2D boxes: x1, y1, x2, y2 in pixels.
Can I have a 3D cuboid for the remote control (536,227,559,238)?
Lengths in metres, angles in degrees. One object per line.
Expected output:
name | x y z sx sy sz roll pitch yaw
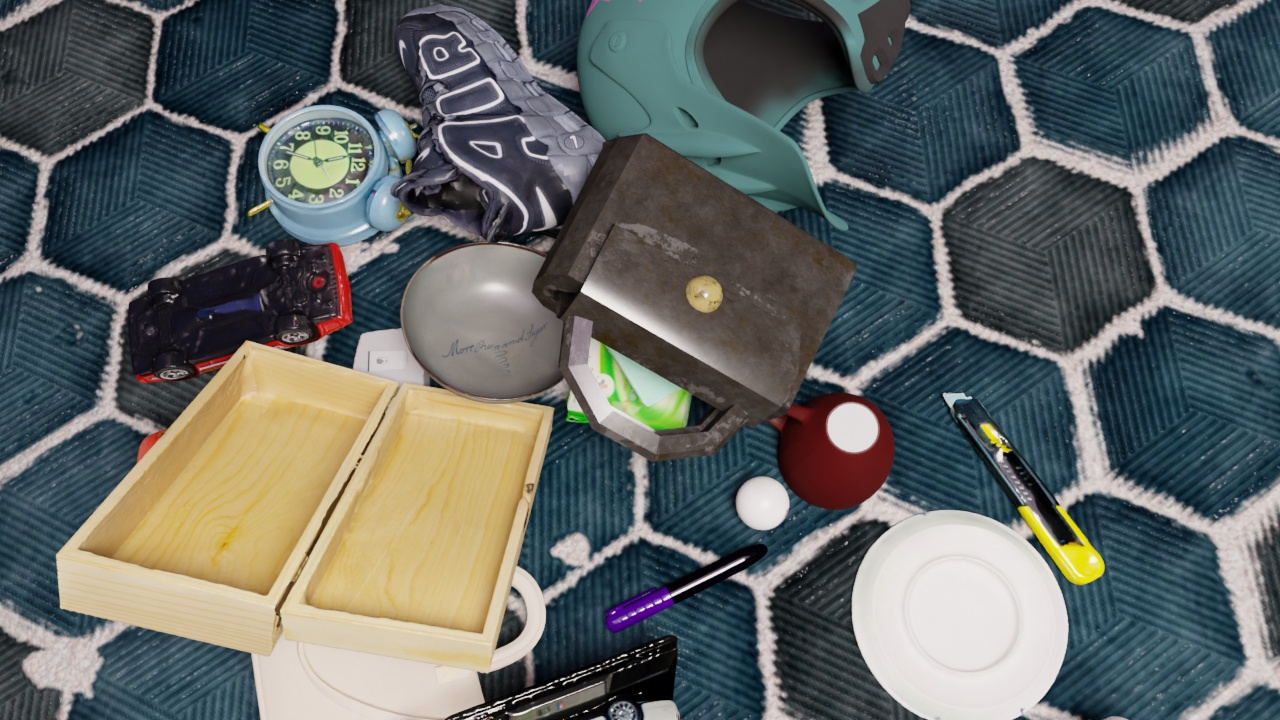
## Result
remote control | -0.085 -0.126 0.785 0.140 0.021 0.045 19 56 6

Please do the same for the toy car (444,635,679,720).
toy car | -0.053 0.257 0.595 0.191 0.094 0.071 -14 45 -16

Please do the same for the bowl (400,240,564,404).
bowl | -0.114 -0.020 0.724 0.150 0.057 0.150 6 54 -8

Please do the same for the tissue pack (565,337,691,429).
tissue pack | -0.004 0.004 0.735 0.099 0.034 0.113 11 75 4

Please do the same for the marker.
marker | 0.034 0.168 0.687 0.134 0.015 0.018 -25 98 -6

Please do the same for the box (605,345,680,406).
box | 0.042 -0.058 0.720 0.186 0.052 0.139 -30 62 -23

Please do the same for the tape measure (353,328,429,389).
tape measure | -0.202 0.005 0.749 0.062 0.020 0.060 -4 72 1

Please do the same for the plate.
plate | 0.235 0.187 0.673 0.157 0.014 0.156 -1 71 2

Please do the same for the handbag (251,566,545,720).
handbag | -0.167 0.192 0.657 0.197 0.101 0.194 -12 71 -14

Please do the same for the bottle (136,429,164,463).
bottle | -0.316 0.085 0.713 0.134 0.048 0.071 -1 72 2

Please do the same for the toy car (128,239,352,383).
toy car | -0.329 -0.038 0.751 0.189 0.056 0.081 -15 71 4

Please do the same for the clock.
clock | -0.249 -0.161 0.785 0.162 0.060 0.118 -5 70 -3

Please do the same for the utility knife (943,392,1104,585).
utility knife | 0.289 0.092 0.700 0.028 0.020 0.172 -30 72 -9

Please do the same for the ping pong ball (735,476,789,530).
ping pong ball | 0.092 0.108 0.692 0.040 0.040 0.040 -1 72 2

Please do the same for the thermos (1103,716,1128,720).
thermos | 0.238 0.317 0.581 0.221 0.132 0.131 -24 72 -13

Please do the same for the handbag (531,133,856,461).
handbag | 0.025 -0.030 0.631 0.197 0.102 0.199 29 70 -10

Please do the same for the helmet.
helmet | 0.067 -0.214 0.710 0.275 0.176 0.200 30 87 35

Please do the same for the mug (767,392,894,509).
mug | 0.137 0.055 0.682 0.114 0.088 0.087 26 75 10

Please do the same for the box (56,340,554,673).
box | -0.199 0.087 0.621 0.253 0.068 0.246 7 31 0

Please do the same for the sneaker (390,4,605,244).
sneaker | -0.150 -0.179 0.738 0.150 0.097 0.252 -33 68 -32
